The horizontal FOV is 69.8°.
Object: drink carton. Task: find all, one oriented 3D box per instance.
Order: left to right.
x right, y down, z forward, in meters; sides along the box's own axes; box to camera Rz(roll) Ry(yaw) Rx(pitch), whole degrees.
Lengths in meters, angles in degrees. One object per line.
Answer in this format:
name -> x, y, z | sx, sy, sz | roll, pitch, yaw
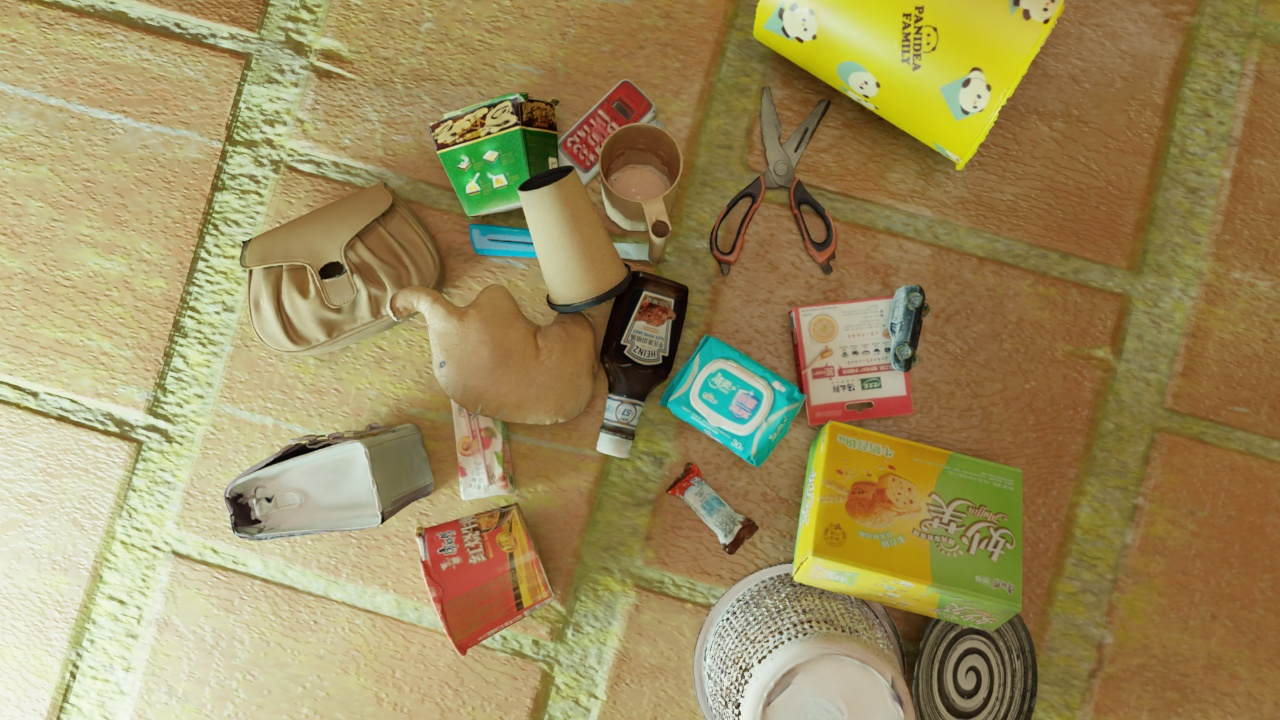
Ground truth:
drink carton -> -0.169, 0.085, 0.981 | 0.053, 0.045, 0.122 | -8, 86, 2

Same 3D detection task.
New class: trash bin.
trash bin -> 0.167, 0.324, 0.888 | 0.227, 0.192, 0.227 | 0, 87, 1
trash bin -> 0.267, -0.352, 0.913 | 0.255, 0.229, 0.229 | 30, 88, 8

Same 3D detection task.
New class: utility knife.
utility knife -> -0.082, -0.126, 1.005 | 0.214, 0.018, 0.034 | 4, 86, 0

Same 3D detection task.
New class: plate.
plate -> 0.339, 0.326, 0.938 | 0.179, 0.024, 0.179 | 4, 83, -28

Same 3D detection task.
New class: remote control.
remote control -> -0.045, -0.247, 1.009 | 0.136, 0.020, 0.056 | -44, 88, -1

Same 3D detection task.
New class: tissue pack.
tissue pack -> 0.096, 0.041, 0.959 | 0.133, 0.050, 0.093 | 32, 89, 25

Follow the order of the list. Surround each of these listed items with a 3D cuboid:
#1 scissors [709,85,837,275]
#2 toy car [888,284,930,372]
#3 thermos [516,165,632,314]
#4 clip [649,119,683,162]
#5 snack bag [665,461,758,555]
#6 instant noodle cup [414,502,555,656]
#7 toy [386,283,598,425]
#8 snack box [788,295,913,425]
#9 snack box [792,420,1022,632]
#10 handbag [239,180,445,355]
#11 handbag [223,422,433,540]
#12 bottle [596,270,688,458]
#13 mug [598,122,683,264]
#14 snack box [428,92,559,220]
scissors -> 0.149, -0.188, 1.004 | 0.189, 0.015, 0.227 | -24, 86, 0
toy car -> 0.271, -0.033, 0.936 | 0.034, 0.043, 0.090 | 8, 81, 27
thermos -> -0.069, -0.117, 0.918 | 0.093, 0.093, 0.143 | -22, 115, 0
clip -> 0.026, -0.237, 1.007 | 0.025, 0.032, 0.057 | -24, 91, 2
snack bag -> 0.076, 0.158, 0.980 | 0.105, 0.026, 0.045 | 45, 80, 2
instant noodle cup -> -0.155, 0.216, 0.937 | 0.108, 0.138, 0.138 | -21, 86, -9
toy -> -0.150, -0.008, 0.938 | 0.225, 0.083, 0.143 | 16, 64, -20
snack box -> 0.223, 0.001, 0.976 | 0.113, 0.044, 0.127 | -6, 86, 0
snack box -> 0.270, 0.164, 0.922 | 0.210, 0.070, 0.157 | 14, 57, 3
handbag -> -0.316, -0.093, 0.967 | 0.204, 0.100, 0.147 | -25, 89, -4
handbag -> -0.300, 0.119, 0.908 | 0.145, 0.197, 0.098 | -17, 89, 0
bottle -> -0.006, 0.006, 0.975 | 0.079, 0.044, 0.195 | 16, 88, -24
mug -> 0.005, -0.169, 0.955 | 0.084, 0.103, 0.124 | -16, 81, -4
snack box -> -0.141, -0.211, 0.962 | 0.118, 0.118, 0.105 | -12, 98, 20
